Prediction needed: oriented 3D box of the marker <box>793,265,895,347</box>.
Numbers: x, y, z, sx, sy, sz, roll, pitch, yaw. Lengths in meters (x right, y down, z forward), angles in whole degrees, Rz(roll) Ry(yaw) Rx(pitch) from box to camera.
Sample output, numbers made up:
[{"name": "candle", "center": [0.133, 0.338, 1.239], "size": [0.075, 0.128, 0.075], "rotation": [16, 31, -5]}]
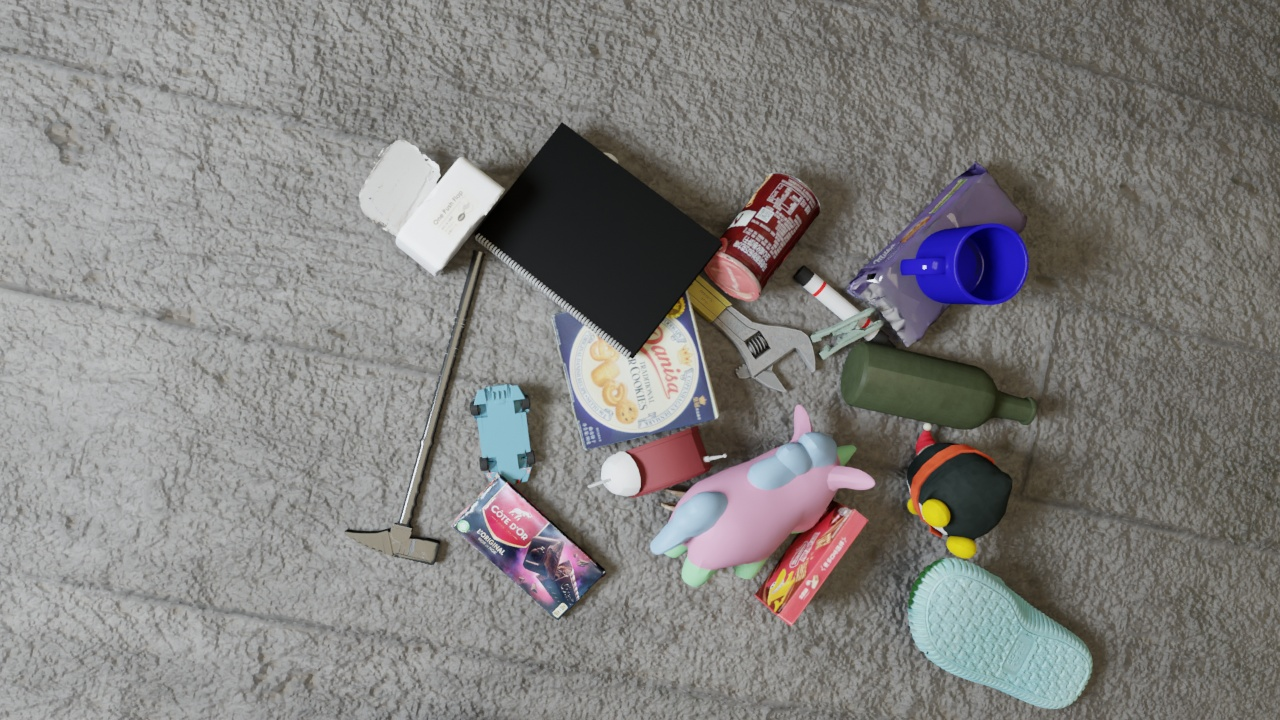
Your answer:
[{"name": "marker", "center": [0.228, -0.051, 1.004], "size": [0.145, 0.019, 0.019], "rotation": [39, 84, -5]}]

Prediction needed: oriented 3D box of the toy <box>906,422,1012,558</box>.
[{"name": "toy", "center": [0.330, 0.133, 0.976], "size": [0.100, 0.119, 0.097], "rotation": [-41, 118, 4]}]

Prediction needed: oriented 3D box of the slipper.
[{"name": "slipper", "center": [0.382, 0.296, 0.998], "size": [0.276, 0.069, 0.116], "rotation": [31, 86, -21]}]

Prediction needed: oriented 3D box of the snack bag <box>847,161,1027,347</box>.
[{"name": "snack bag", "center": [0.328, -0.116, 0.999], "size": [0.205, 0.058, 0.096], "rotation": [-45, 95, -7]}]

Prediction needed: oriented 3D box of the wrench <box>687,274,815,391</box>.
[{"name": "wrench", "center": [0.074, -0.066, 0.984], "size": [0.273, 0.018, 0.083], "rotation": [42, 84, -5]}]

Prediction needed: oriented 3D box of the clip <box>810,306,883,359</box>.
[{"name": "clip", "center": [0.223, -0.031, 0.987], "size": [0.076, 0.023, 0.047], "rotation": [-29, 96, 21]}]

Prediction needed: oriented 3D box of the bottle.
[{"name": "bottle", "center": [0.324, 0.034, 0.989], "size": [0.206, 0.071, 0.071], "rotation": [12, 87, -7]}]

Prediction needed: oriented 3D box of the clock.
[{"name": "clock", "center": [0.012, 0.107, 0.933], "size": [0.137, 0.096, 0.048], "rotation": [-19, 85, -8]}]

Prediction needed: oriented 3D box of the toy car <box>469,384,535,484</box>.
[{"name": "toy car", "center": [-0.141, 0.074, 0.948], "size": [0.060, 0.027, 0.108], "rotation": [-7, 107, -7]}]

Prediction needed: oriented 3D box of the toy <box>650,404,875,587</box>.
[{"name": "toy", "center": [0.115, 0.140, 0.914], "size": [0.221, 0.120, 0.171], "rotation": [2, 127, -42]}]

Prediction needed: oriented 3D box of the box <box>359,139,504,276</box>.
[{"name": "box", "center": [-0.218, -0.164, 0.903], "size": [0.130, 0.103, 0.110], "rotation": [41, 82, -13]}]

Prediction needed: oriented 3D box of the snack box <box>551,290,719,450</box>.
[{"name": "snack box", "center": [-0.006, 0.006, 0.951], "size": [0.145, 0.042, 0.144], "rotation": [-14, 91, 2]}]

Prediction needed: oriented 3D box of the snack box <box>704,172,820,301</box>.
[{"name": "snack box", "center": [0.126, -0.129, 0.956], "size": [0.072, 0.072, 0.121], "rotation": [39, 74, -5]}]

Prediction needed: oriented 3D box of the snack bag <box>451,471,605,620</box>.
[{"name": "snack bag", "center": [-0.115, 0.194, 0.950], "size": [0.155, 0.018, 0.074], "rotation": [43, 94, -5]}]

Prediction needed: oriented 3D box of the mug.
[{"name": "mug", "center": [0.317, -0.096, 0.927], "size": [0.111, 0.083, 0.079], "rotation": [-3, 95, -9]}]

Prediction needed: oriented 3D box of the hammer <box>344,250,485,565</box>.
[{"name": "hammer", "center": [-0.216, 0.042, 0.946], "size": [0.095, 0.015, 0.324], "rotation": [15, 86, -7]}]

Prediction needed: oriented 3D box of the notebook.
[{"name": "notebook", "center": [-0.045, -0.121, 0.924], "size": [0.206, 0.016, 0.149], "rotation": [38, 90, 8]}]

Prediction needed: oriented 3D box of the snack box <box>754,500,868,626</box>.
[{"name": "snack box", "center": [0.176, 0.207, 0.957], "size": [0.021, 0.089, 0.133], "rotation": [38, 84, -7]}]

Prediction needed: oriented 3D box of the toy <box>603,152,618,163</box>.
[{"name": "toy", "center": [-0.062, -0.161, 0.957], "size": [0.076, 0.037, 0.125], "rotation": [4, 83, -2]}]

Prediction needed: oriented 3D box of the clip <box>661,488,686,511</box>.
[{"name": "clip", "center": [0.052, 0.149, 0.975], "size": [0.062, 0.025, 0.047], "rotation": [44, 83, -10]}]
